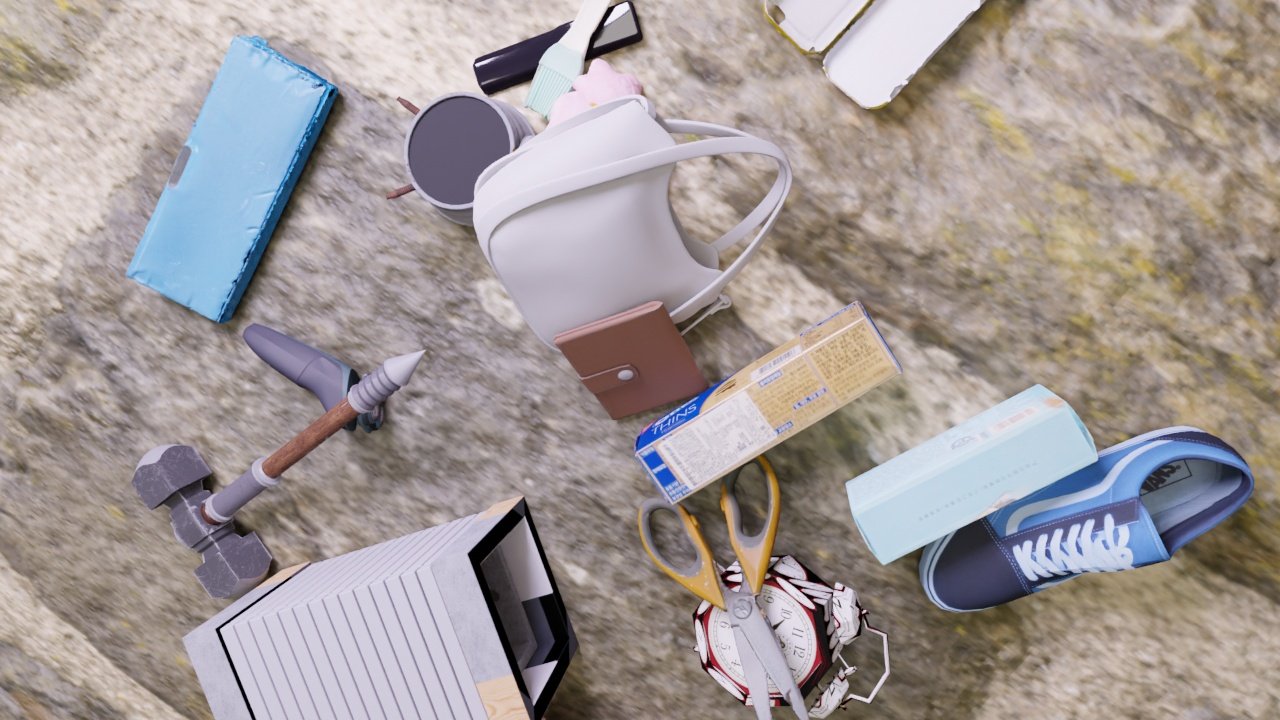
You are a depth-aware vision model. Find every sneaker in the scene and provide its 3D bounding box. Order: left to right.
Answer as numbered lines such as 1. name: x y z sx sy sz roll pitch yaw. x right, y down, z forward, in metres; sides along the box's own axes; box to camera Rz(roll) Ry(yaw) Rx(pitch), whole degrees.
1. sneaker: 0.319 0.122 0.669 0.241 0.098 0.083 -29 93 13

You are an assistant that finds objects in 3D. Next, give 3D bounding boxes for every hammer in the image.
1. hammer: -0.288 0.075 0.763 0.323 0.043 0.156 -34 92 24

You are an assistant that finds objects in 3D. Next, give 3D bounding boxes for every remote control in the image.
1. remote control: -0.067 -0.245 0.720 0.136 0.015 0.032 -16 96 12

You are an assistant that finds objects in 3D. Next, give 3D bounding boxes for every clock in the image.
1. clock: -0.121 -0.159 0.722 0.148 0.056 0.104 7 91 13
2. clock: 0.123 0.218 0.732 0.155 0.065 0.115 14 101 23

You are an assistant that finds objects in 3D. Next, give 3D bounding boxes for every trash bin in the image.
1. trash bin: -0.203 0.231 0.753 0.247 0.142 0.142 -18 95 12

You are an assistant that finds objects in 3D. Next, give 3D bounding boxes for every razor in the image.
1. razor: -0.281 0.013 0.786 0.143 0.047 0.052 30 78 7

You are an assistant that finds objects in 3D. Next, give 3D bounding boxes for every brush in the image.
1. brush: -0.026 -0.283 0.693 0.033 0.012 0.218 32 101 4

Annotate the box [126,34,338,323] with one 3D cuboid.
1. box: -0.343 -0.148 0.767 0.093 0.048 0.232 33 103 3

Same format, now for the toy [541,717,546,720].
1. toy: -0.071 0.356 0.766 0.213 0.084 0.142 3 135 5

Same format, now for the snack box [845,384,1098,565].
1. snack box: 0.242 0.084 0.689 0.175 0.075 0.053 -29 94 12

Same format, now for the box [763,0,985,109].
1. box: 0.198 -0.294 0.659 0.129 0.038 0.210 46 102 10

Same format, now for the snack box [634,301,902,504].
1. snack box: 0.095 0.033 0.712 0.207 0.057 0.056 -32 102 14

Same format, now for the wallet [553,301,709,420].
1. wallet: -0.004 0.004 0.708 0.087 0.121 0.013 -18 52 12

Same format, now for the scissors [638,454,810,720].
1. scissors: 0.083 0.167 0.697 0.162 0.016 0.225 -40 51 4

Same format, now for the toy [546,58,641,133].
1. toy: -0.023 -0.180 0.701 0.102 0.050 0.093 18 78 -30

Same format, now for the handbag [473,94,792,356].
1. handbag: 0.007 -0.097 0.682 0.223 0.095 0.216 -21 135 7
